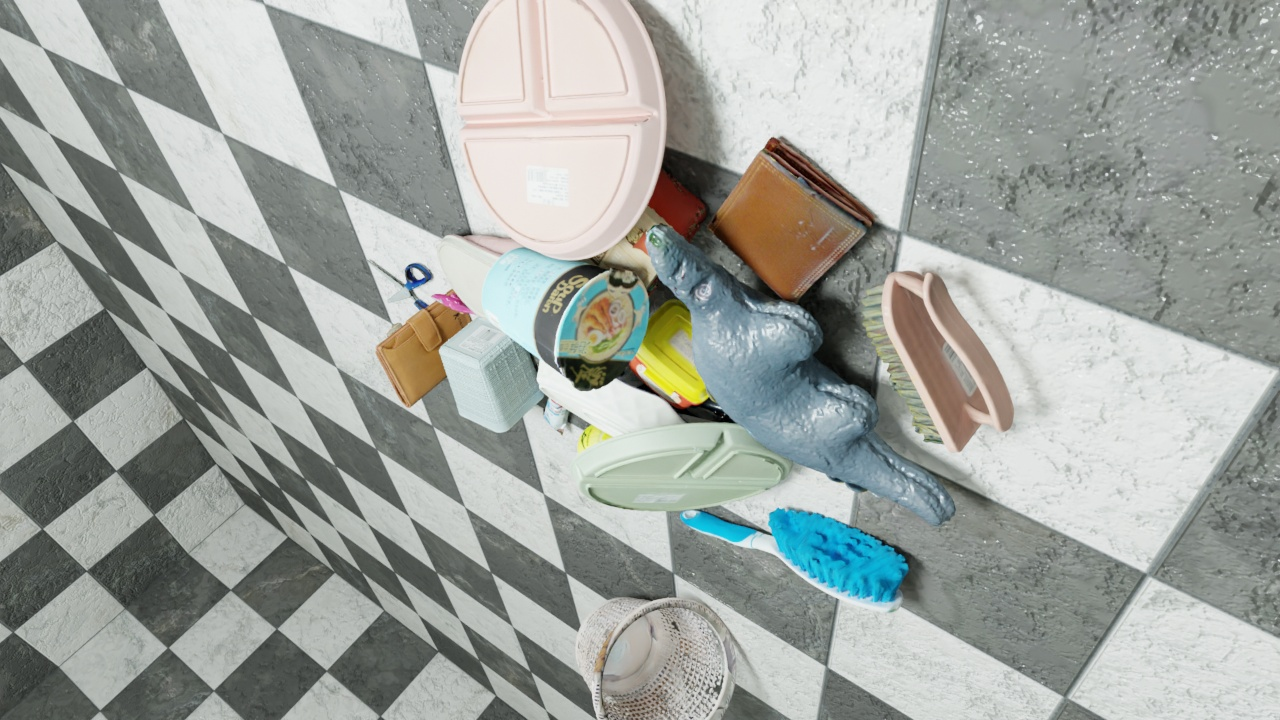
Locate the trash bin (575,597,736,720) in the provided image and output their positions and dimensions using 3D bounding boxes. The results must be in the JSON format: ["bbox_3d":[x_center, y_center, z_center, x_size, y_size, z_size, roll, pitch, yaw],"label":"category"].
[{"bbox_3d":[0.001,0.452,1.385,0.227,0.227,0.192,52,161,-15],"label":"trash bin"}]

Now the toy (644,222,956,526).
[{"bbox_3d":[0.120,0.017,0.786,0.356,0.091,0.138,44,161,-14],"label":"toy"}]

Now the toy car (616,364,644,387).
[{"bbox_3d":[-0.006,0.006,0.972,0.043,0.034,0.091,2,153,-14],"label":"toy car"}]

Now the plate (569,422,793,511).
[{"bbox_3d":[0.044,0.113,0.926,0.230,0.027,0.230,-3,155,-2],"label":"plate"}]

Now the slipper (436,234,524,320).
[{"bbox_3d":[-0.140,-0.084,1.009,0.275,0.054,0.114,22,141,48],"label":"slipper"}]

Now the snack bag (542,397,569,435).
[{"bbox_3d":[-0.108,0.061,1.183,0.048,0.026,0.104,50,151,13],"label":"snack bag"}]

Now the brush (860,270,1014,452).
[{"bbox_3d":[0.221,-0.005,0.682,0.073,0.063,0.145,-2,126,56],"label":"brush"}]

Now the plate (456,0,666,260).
[{"bbox_3d":[-0.074,-0.192,0.731,0.230,0.028,0.230,15,113,39],"label":"plate"}]

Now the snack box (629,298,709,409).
[{"bbox_3d":[0.036,0.000,0.891,0.091,0.081,0.080,41,160,2],"label":"snack box"}]

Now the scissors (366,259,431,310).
[{"bbox_3d":[-0.309,-0.088,1.247,0.162,0.012,0.176,48,150,-8],"label":"scissors"}]

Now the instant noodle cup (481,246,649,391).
[{"bbox_3d":[-0.072,-0.047,0.802,0.120,0.111,0.111,27,147,36],"label":"instant noodle cup"}]

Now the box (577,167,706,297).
[{"bbox_3d":[-0.010,-0.103,0.831,0.091,0.076,0.169,43,144,3],"label":"box"}]

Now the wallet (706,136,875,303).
[{"bbox_3d":[0.113,-0.104,0.717,0.101,0.032,0.125,40,150,1],"label":"wallet"}]

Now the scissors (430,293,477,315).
[{"bbox_3d":[-0.187,-0.056,1.126,0.137,0.017,0.093,21,-172,1],"label":"scissors"}]

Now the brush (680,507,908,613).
[{"bbox_3d":[0.155,0.204,1.033,0.315,0.060,0.109,21,146,38],"label":"brush"}]

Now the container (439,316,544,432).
[{"bbox_3d":[-0.190,0.014,1.162,0.090,0.089,0.112,20,140,33],"label":"container"}]

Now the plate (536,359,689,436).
[{"bbox_3d":[-0.024,0.052,0.976,0.205,0.045,0.205,29,170,5],"label":"plate"}]

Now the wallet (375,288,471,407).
[{"bbox_3d":[-0.269,-0.018,1.171,0.031,0.131,0.108,22,142,36],"label":"wallet"}]

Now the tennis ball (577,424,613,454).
[{"bbox_3d":[-0.045,0.108,1.130,0.065,0.065,0.066,30,147,22],"label":"tennis ball"}]

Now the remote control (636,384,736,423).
[{"bbox_3d":[0.054,0.043,0.963,0.137,0.024,0.053,12,160,33],"label":"remote control"}]
